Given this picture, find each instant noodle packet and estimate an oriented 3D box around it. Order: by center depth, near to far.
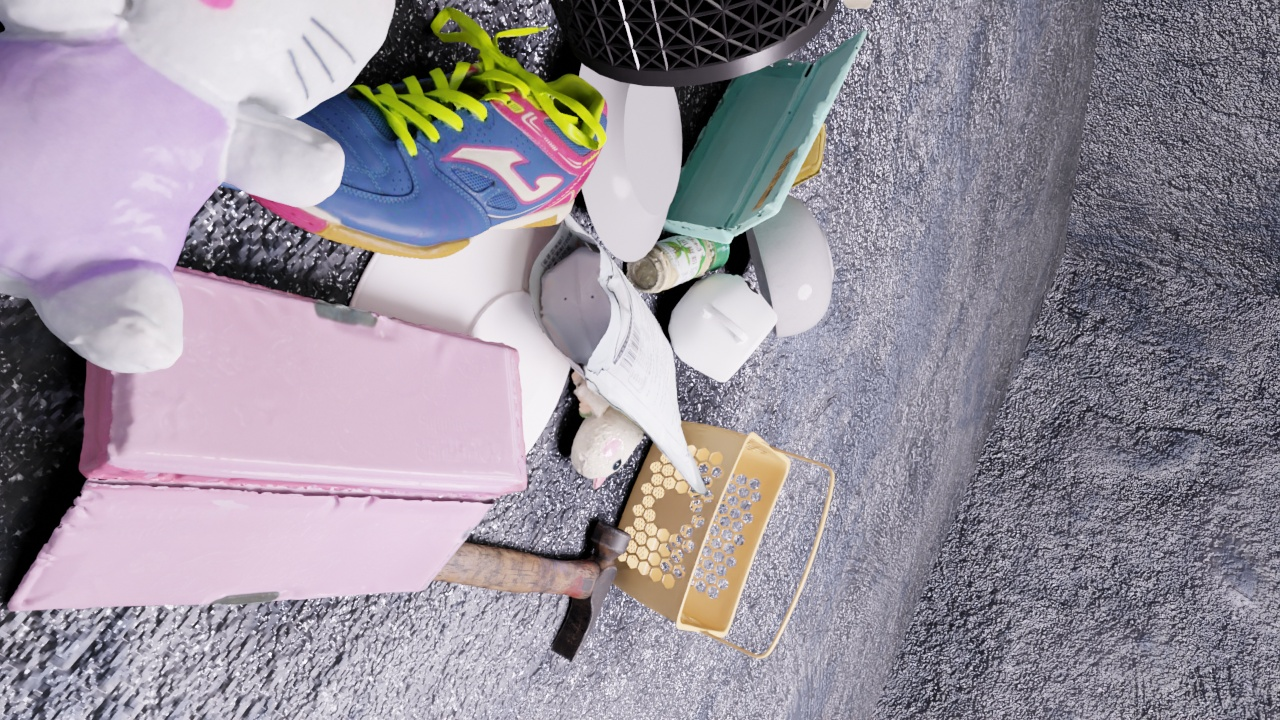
[{"bbox_3d":[-0.004,0.004,0.687,0.269,0.057,0.146,51,27,-63],"label":"instant noodle packet"}]

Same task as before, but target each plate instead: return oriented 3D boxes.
[{"bbox_3d":[-0.097,-0.004,0.595,0.228,0.030,0.230,-36,135,-47],"label":"plate"},{"bbox_3d":[0.002,-0.157,0.652,0.172,0.019,0.173,4,90,-67],"label":"plate"}]

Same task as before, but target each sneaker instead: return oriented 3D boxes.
[{"bbox_3d":[-0.100,-0.122,0.468,0.091,0.116,0.241,-54,165,28],"label":"sneaker"}]

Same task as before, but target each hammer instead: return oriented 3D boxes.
[{"bbox_3d":[-0.107,0.160,0.669,0.330,0.033,0.120,33,77,-60],"label":"hammer"}]

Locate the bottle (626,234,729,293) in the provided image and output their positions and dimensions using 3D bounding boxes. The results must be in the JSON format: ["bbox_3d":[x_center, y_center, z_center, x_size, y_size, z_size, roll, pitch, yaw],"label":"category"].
[{"bbox_3d":[0.031,-0.084,0.764,0.109,0.043,0.043,-26,127,-51],"label":"bottle"}]

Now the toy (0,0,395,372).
[{"bbox_3d":[-0.171,-0.105,0.328,0.137,0.086,0.209,37,65,-34],"label":"toy"}]

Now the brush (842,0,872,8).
[{"bbox_3d":[0.143,-0.338,0.814,0.271,0.062,0.077,-32,116,-44],"label":"brush"}]

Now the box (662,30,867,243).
[{"bbox_3d":[0.102,-0.180,0.743,0.056,0.138,0.186,44,66,-40],"label":"box"}]

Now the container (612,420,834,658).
[{"bbox_3d":[0.078,0.159,0.846,0.129,0.167,0.183,38,73,-60],"label":"container"}]

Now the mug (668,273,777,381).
[{"bbox_3d":[0.068,-0.033,0.790,0.090,0.076,0.124,-50,178,1],"label":"mug"}]

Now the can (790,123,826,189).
[{"bbox_3d":[0.128,-0.194,0.851,0.099,0.059,0.054,-35,133,-49],"label":"can"}]

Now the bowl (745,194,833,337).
[{"bbox_3d":[0.142,-0.093,0.858,0.131,0.064,0.132,-13,88,-85],"label":"bowl"}]

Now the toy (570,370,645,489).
[{"bbox_3d":[-0.026,0.055,0.738,0.087,0.050,0.112,-47,148,-38],"label":"toy"}]

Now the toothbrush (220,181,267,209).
[{"bbox_3d":[-0.209,-0.085,0.371,0.189,0.017,0.016,10,96,-61],"label":"toothbrush"}]

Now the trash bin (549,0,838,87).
[{"bbox_3d":[0.012,-0.286,0.448,0.216,0.217,0.243,-55,149,-29],"label":"trash bin"}]

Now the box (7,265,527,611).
[{"bbox_3d":[-0.156,0.053,0.455,0.232,0.075,0.173,12,95,-52],"label":"box"}]
